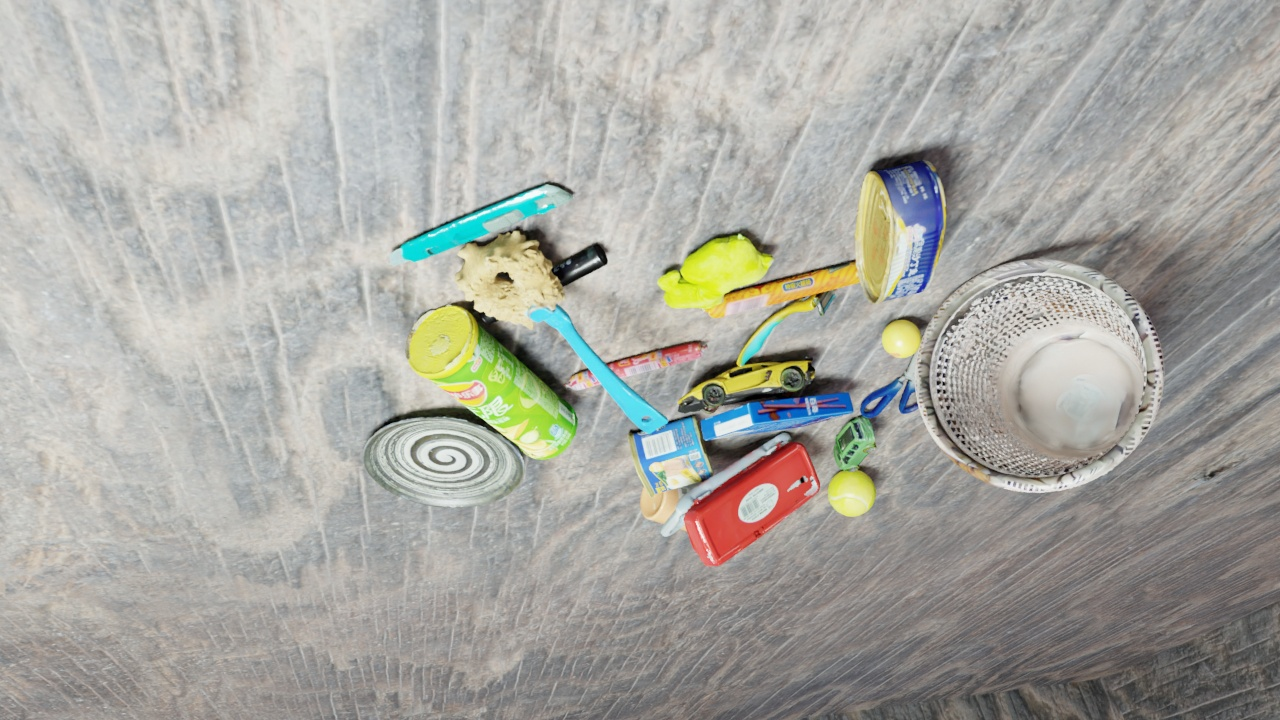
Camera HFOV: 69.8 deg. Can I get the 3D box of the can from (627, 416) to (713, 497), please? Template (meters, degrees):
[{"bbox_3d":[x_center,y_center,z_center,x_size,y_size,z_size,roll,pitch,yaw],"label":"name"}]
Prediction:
[{"bbox_3d":[0.038,0.115,1.101,0.083,0.057,0.102,-17,148,4],"label":"can"}]

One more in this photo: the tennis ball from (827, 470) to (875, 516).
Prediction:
[{"bbox_3d":[0.294,0.184,1.275,0.065,0.065,0.066,-8,148,-5],"label":"tennis ball"}]

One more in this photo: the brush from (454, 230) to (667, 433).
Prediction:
[{"bbox_3d":[-0.060,-0.016,0.808,0.083,0.045,0.254,-33,119,19],"label":"brush"}]

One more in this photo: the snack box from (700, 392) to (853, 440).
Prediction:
[{"bbox_3d":[0.154,0.062,1.030,0.156,0.026,0.085,-4,167,-35],"label":"snack box"}]

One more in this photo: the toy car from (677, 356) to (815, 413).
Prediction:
[{"bbox_3d":[0.114,0.027,0.990,0.156,0.041,0.071,-13,169,-2],"label":"toy car"}]

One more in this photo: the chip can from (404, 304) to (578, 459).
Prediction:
[{"bbox_3d":[-0.137,0.029,0.898,0.073,0.072,0.221,-21,146,15],"label":"chip can"}]

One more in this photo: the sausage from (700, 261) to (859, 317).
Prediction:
[{"bbox_3d":[0.138,-0.067,0.877,0.165,0.021,0.021,-14,148,4],"label":"sausage"}]

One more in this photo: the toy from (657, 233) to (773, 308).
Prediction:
[{"bbox_3d":[0.066,-0.078,0.831,0.096,0.031,0.100,3,146,-17],"label":"toy"}]

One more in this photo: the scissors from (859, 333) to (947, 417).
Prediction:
[{"bbox_3d":[0.306,0.022,1.078,0.141,0.012,0.171,-22,145,16],"label":"scissors"}]

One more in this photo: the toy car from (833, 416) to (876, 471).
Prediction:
[{"bbox_3d":[0.270,0.107,1.170,0.036,0.043,0.091,-5,146,-14],"label":"toy car"}]

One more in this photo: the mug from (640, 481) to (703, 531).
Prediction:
[{"bbox_3d":[0.066,0.192,1.216,0.122,0.078,0.078,18,138,-30],"label":"mug"}]

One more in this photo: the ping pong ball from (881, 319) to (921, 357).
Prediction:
[{"bbox_3d":[0.276,-0.023,0.970,0.040,0.040,0.040,-8,148,-5],"label":"ping pong ball"}]

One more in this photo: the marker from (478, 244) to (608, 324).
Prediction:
[{"bbox_3d":[-0.087,-0.065,0.814,0.132,0.020,0.022,-26,153,23],"label":"marker"}]

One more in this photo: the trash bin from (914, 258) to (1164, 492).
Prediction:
[{"bbox_3d":[0.429,0.024,0.955,0.228,0.227,0.191,-32,155,30],"label":"trash bin"}]

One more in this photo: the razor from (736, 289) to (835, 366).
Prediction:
[{"bbox_3d":[0.139,-0.032,0.926,0.028,0.043,0.133,45,130,-7],"label":"razor"}]

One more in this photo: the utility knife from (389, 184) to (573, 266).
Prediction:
[{"bbox_3d":[-0.132,-0.107,0.741,0.165,0.013,0.029,-19,146,13],"label":"utility knife"}]

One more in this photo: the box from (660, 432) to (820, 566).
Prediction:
[{"bbox_3d":[0.116,0.166,1.127,0.200,0.095,0.099,-28,-172,-32],"label":"box"}]

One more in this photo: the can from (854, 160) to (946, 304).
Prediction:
[{"bbox_3d":[0.222,-0.108,0.791,0.049,0.074,0.148,-14,148,-1],"label":"can"}]

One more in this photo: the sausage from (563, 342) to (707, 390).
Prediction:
[{"bbox_3d":[-0.006,0.006,0.950,0.156,0.020,0.020,-15,148,6],"label":"sausage"}]

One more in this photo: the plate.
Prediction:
[{"bbox_3d":[-0.219,0.111,1.028,0.179,0.024,0.180,-1,139,-1],"label":"plate"}]
